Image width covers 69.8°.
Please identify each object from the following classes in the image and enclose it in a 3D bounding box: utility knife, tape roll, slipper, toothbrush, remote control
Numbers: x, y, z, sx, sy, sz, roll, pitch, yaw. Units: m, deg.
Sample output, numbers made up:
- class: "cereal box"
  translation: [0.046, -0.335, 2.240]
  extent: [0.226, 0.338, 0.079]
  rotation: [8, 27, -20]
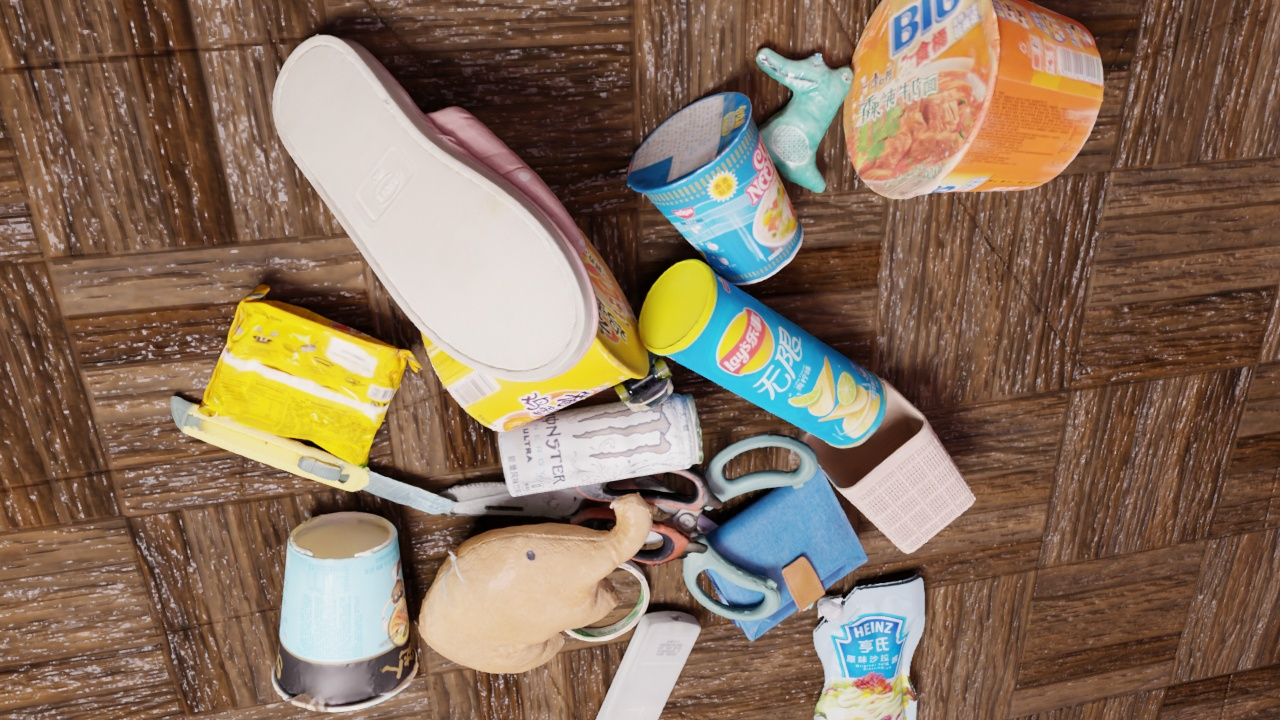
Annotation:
- class: "utility knife"
  translation: [-0.245, 0.076, 0.695]
  extent: [0.219, 0.022, 0.031]
  rotation: [22, 116, -23]
- class: "tape roll"
  translation: [-0.035, 0.209, 0.806]
  extent: [0.085, 0.014, 0.086]
  rotation: [-5, 114, -12]
- class: "slipper"
  translation: [-0.125, -0.095, 0.561]
  extent: [0.274, 0.054, 0.114]
  rotation: [44, 110, 15]
- class: "toothbrush"
  translation: [0.088, 0.171, 0.816]
  extent: [0.189, 0.021, 0.029]
  rotation: [39, 118, -23]
- class: "remote control"
  translation: [0.004, 0.293, 0.844]
  extent: [0.058, 0.021, 0.150]
  rotation: [10, 113, -28]

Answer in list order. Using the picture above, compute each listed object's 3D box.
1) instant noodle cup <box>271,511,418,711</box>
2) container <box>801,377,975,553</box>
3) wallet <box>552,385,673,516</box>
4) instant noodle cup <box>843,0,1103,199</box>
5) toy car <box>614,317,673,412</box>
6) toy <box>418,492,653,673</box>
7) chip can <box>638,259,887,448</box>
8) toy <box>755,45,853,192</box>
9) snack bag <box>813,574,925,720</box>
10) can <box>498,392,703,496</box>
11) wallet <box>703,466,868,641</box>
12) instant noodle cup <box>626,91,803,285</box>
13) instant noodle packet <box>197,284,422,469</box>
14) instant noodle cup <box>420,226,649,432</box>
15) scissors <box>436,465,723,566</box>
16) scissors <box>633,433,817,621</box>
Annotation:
- class: "instant noodle cup"
  translation: [-0.227, 0.186, 0.704]
  extent: [0.111, 0.111, 0.120]
  rotation: [0, 107, -14]
- class: "container"
  translation: [0.213, 0.092, 0.775]
  extent: [0.090, 0.090, 0.111]
  rotation: [-41, 119, 6]
- class: "wallet"
  translation: [-0.031, 0.071, 0.739]
  extent: [0.101, 0.032, 0.125]
  rotation: [1, 113, -11]
- class: "instant noodle cup"
  translation: [0.229, -0.182, 0.630]
  extent: [0.111, 0.151, 0.151]
  rotation: [1, 113, -23]
- class: "toy car"
  translation: [-0.004, 0.004, 0.681]
  extent: [0.042, 0.090, 0.035]
  rotation: [-33, 132, 2]
- class: "toy"
  translation: [-0.084, 0.172, 0.708]
  extent: [0.143, 0.082, 0.227]
  rotation: [17, 133, -33]
- class: "chip can"
  translation: [0.098, 0.001, 0.692]
  extent: [0.210, 0.071, 0.071]
  rotation: [28, 104, -35]
- class: "toy"
  translation: [0.114, -0.181, 0.663]
  extent: [0.096, 0.030, 0.092]
  rotation: [27, 100, -15]
- class: "snack bag"
  translation: [0.222, 0.297, 0.897]
  extent: [0.110, 0.038, 0.191]
  rotation: [-4, 114, 0]
- class: "can"
  translation: [-0.030, 0.062, 0.686]
  extent: [0.146, 0.058, 0.058]
  rotation: [-9, 115, -4]
- class: "wallet"
  translation: [0.123, 0.167, 0.798]
  extent: [0.133, 0.040, 0.106]
  rotation: [-32, 105, -10]
- class: "instant noodle cup"
  translation: [0.060, -0.115, 0.648]
  extent: [0.099, 0.099, 0.110]
  rotation: [-38, 124, 5]
- class: "instant noodle packet"
  translation: [-0.233, 0.014, 0.655]
  extent: [0.128, 0.044, 0.111]
  rotation: [24, 112, -18]
- class: "instant noodle cup"
  translation: [-0.075, -0.022, 0.631]
  extent: [0.110, 0.137, 0.138]
  rotation: [-30, 118, 15]
- class: "scissors"
  translation: [-0.051, 0.126, 0.730]
  extent: [0.207, 0.015, 0.193]
  rotation: [-36, 103, 14]
- class: "scissors"
  translation: [0.081, 0.127, 0.747]
  extent: [0.170, 0.019, 0.180]
  rotation: [43, 101, -13]
